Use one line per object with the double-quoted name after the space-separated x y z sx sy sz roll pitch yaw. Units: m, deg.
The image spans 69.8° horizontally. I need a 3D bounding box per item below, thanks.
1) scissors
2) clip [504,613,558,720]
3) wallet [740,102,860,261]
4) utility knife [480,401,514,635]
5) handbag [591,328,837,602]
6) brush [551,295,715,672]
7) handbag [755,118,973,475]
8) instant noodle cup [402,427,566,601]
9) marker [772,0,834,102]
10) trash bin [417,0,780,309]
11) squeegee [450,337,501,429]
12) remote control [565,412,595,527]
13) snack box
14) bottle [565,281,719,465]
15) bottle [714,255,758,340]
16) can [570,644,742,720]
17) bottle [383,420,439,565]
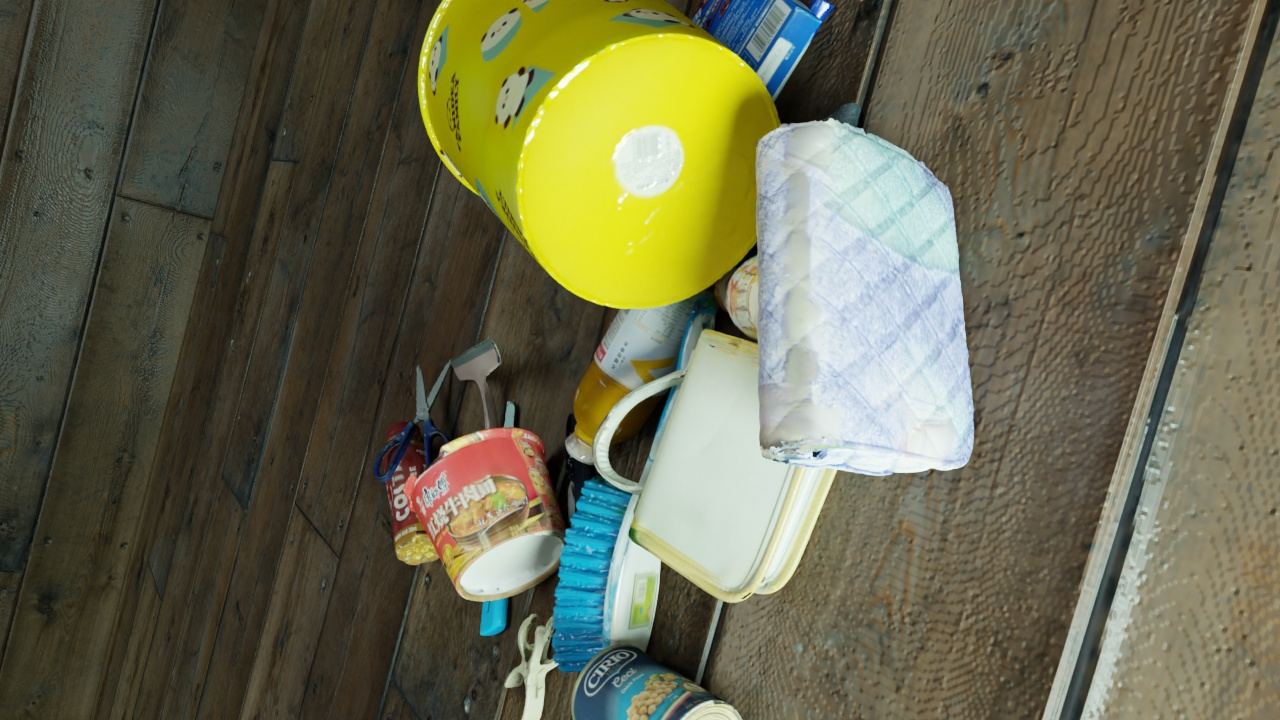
-0.252 0.072 1.066 0.164 0.012 0.162 29 72 39 "scissors"
-0.094 0.271 0.820 0.071 0.034 0.100 46 121 48 "clip"
0.105 -0.125 0.669 0.121 0.019 0.097 -21 43 49 "wallet"
-0.141 0.156 0.932 0.034 0.018 0.237 -19 63 50 "utility knife"
0.047 0.061 0.642 0.179 0.063 0.163 24 98 38 "handbag"
-0.003 0.103 0.720 0.110 0.060 0.314 8 90 48 "brush"
0.124 -0.029 0.533 0.076 0.134 0.193 -19 64 49 "handbag"
-0.131 0.144 0.834 0.138 0.137 0.108 -52 51 30 "instant noodle cup"
0.103 -0.214 0.719 0.146 0.016 0.017 -58 40 24 "marker"
-0.033 -0.174 0.684 0.230 0.229 0.255 -62 31 19 "trash bin"
-0.169 0.113 0.966 0.248 0.040 0.249 167 105 -69 "squeegee"
-0.052 0.110 0.810 0.053 0.024 0.136 110 158 -55 "remote control"
0.084 -0.265 0.733 0.085 0.026 0.157 -56 32 28 "snack box"
-0.004 0.004 0.751 0.190 0.068 0.068 -59 39 23 "bottle"
0.090 -0.045 0.646 0.108 0.063 0.063 -155 80 -68 "bottle"
0.012 0.255 0.645 0.111 0.075 0.075 10 87 54 "can"
-0.266 0.149 1.066 0.058 0.057 0.174 -50 44 32 "bottle"
